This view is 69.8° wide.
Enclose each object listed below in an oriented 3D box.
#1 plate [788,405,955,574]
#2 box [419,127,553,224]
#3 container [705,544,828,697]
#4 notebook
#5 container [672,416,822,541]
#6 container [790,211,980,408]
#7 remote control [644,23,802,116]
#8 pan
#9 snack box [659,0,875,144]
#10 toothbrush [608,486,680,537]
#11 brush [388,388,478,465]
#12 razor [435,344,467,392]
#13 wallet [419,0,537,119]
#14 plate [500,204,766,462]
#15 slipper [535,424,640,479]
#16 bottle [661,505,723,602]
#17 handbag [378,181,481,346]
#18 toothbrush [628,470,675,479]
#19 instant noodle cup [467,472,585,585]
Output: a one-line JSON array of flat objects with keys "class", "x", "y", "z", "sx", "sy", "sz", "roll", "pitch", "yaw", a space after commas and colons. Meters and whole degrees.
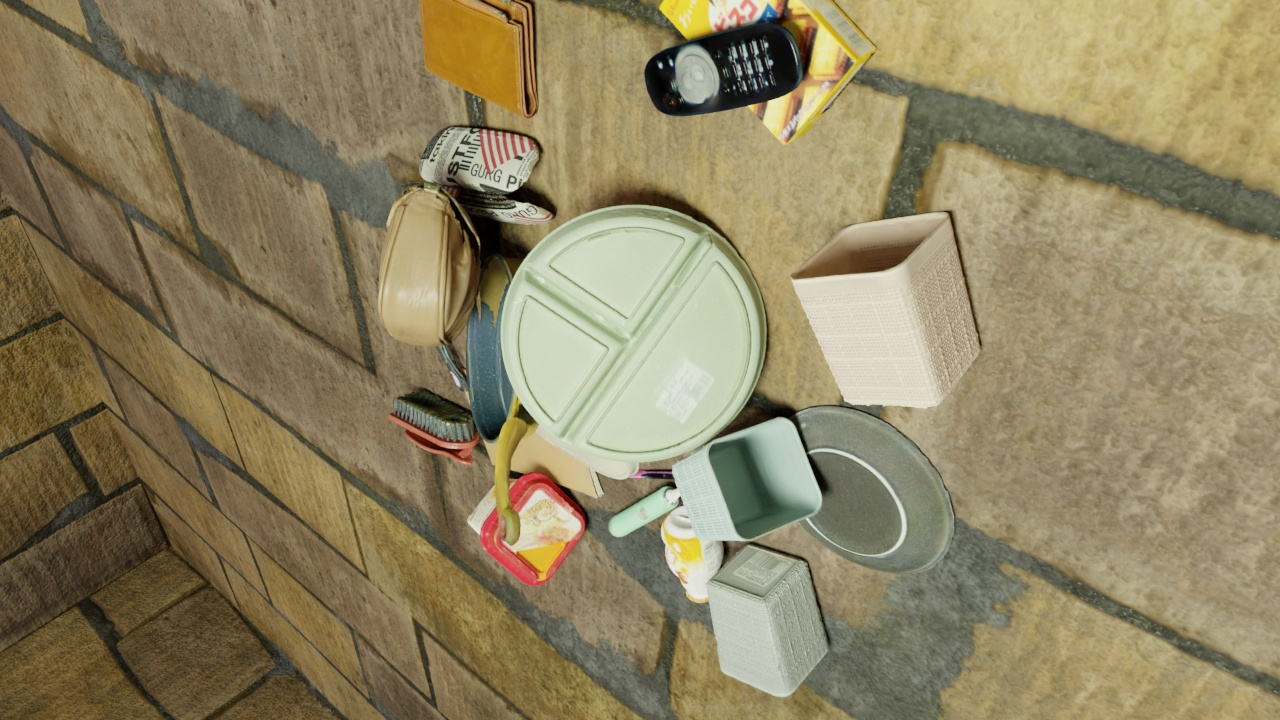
[{"class": "plate", "x": 0.187, "y": 0.121, "z": 0.811, "sx": 0.179, "sy": 0.024, "sz": 0.180, "roll": 28, "pitch": 137, "yaw": 30}, {"class": "box", "x": -0.152, "y": -0.181, "z": 0.921, "sx": 0.162, "sy": 0.075, "sz": 0.085, "roll": 15, "pitch": 163, "yaw": 36}, {"class": "container", "x": 0.127, "y": 0.259, "z": 0.934, "sx": 0.090, "sy": 0.090, "sz": 0.114, "roll": 8, "pitch": 122, "yaw": 43}, {"class": "notebook", "x": -0.142, "y": 0.087, "z": 1.144, "sx": 0.212, "sy": 0.012, "sz": 0.149, "roll": 9, "pitch": 124, "yaw": 43}, {"class": "container", "x": 0.090, "y": 0.113, "z": 0.831, "sx": 0.090, "sy": 0.090, "sz": 0.112, "roll": 70, "pitch": 159, "yaw": 8}, {"class": "container", "x": 0.177, "y": -0.032, "z": 0.647, "sx": 0.090, "sy": 0.090, "sz": 0.111, "roll": 0, "pitch": 121, "yaw": 47}, {"class": "remote control", "x": 0.058, "y": -0.201, "z": 0.635, "sx": 0.137, "sy": 0.024, "sz": 0.053, "roll": 5, "pitch": 123, "yaw": 46}, {"class": "pan", "x": -0.132, "y": 0.037, "z": 0.895, "sx": 0.357, "sy": 0.078, "sz": 0.198, "roll": -117, "pitch": 35, "yaw": -45}, {"class": "snack box", "x": 0.084, "y": -0.230, "z": 0.632, "sx": 0.140, "sy": 0.033, "sz": 0.087, "roll": 51, "pitch": 143, "yaw": 6}, {"class": "toothbrush", "x": 0.018, "y": 0.159, "z": 1.009, "sx": 0.026, "sy": 0.027, "sz": 0.225, "roll": 50, "pitch": 146, "yaw": 1}, {"class": "brush", "x": -0.273, "y": 0.093, "z": 1.242, "sx": 0.146, "sy": 0.063, "sz": 0.069, "roll": 20, "pitch": 117, "yaw": 37}, {"class": "razor", "x": -0.251, "y": -0.023, "z": 1.157, "sx": 0.043, "sy": 0.022, "sz": 0.143, "roll": -3, "pitch": 113, "yaw": 50}, {"class": "wallet", "x": -0.149, "y": -0.293, "z": 0.827, "sx": 0.131, "sy": 0.035, "sz": 0.119, "roll": 31, "pitch": 138, "yaw": 24}, {"class": "plate", "x": -0.006, "y": -0.016, "z": 0.780, "sx": 0.230, "sy": 0.027, "sz": 0.230, "roll": 1, "pitch": 107, "yaw": 2}, {"class": "slipper", "x": -0.070, "y": 0.059, "z": 0.975, "sx": 0.114, "sy": 0.054, "sz": 0.275, "roll": 53, "pitch": 161, "yaw": -21}, {"class": "bottle", "x": 0.059, "y": 0.210, "z": 0.985, "sx": 0.063, "sy": 0.063, "sz": 0.108, "roll": 16, "pitch": 130, "yaw": 39}, {"class": "handbag", "x": -0.204, "y": -0.087, "z": 0.913, "sx": 0.204, "sy": 0.099, "sz": 0.147, "roll": 175, "pitch": 102, "yaw": -80}, {"class": "toothbrush", "x": 0.039, "y": 0.124, "z": 0.980, "sx": 0.190, "sy": 0.014, "sz": 0.018, "roll": -9, "pitch": 125, "yaw": 50}, {"class": "instant noodle cup", "x": -0.151, "y": 0.207, "z": 1.166, "sx": 0.116, "sy": 0.116, "sz": 0.124, "roll": 46, "pitch": 160, "yaw": -23}]
